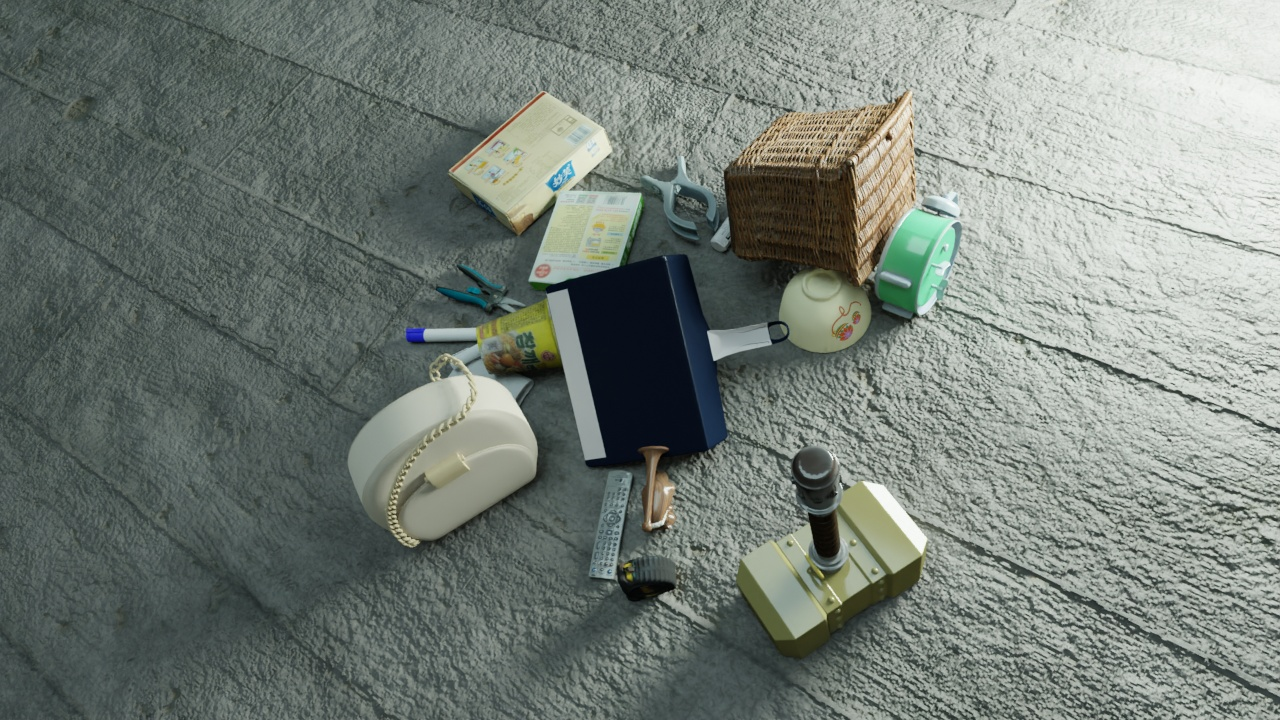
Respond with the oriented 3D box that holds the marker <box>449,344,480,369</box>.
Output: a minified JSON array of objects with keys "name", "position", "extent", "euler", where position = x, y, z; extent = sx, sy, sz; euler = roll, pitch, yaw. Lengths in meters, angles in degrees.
[{"name":"marker","position":[-0.205,-0.027,1.271],"extent":[0.133,0.017,0.020],"euler":[-30,61,-19]}]

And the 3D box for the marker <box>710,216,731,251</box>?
[{"name":"marker","position":[0.141,-0.207,1.295],"extent":[0.025,0.025,0.125],"euler":[26,70,27]}]

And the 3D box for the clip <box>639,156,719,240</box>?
[{"name":"clip","position":[0.075,-0.240,1.323],"extent":[0.108,0.028,0.163],"euler":[-29,50,-6]}]

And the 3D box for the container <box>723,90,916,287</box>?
[{"name":"container","position":[0.228,-0.223,1.165],"extent":[0.183,0.162,0.249],"euler":[8,36,29]}]

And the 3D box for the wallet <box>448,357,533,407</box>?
[{"name":"wallet","position":[-0.213,0.038,1.243],"extent":[0.116,0.032,0.086],"euler":[16,63,23]}]

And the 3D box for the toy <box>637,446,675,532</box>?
[{"name":"toy","position":[0.019,0.158,1.091],"extent":[0.042,0.055,0.101],"euler":[-7,65,28]}]

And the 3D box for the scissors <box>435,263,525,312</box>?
[{"name":"scissors","position":[-0.235,-0.099,1.338],"extent":[0.149,0.019,0.122],"euler":[-9,54,4]}]

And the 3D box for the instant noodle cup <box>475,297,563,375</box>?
[{"name":"instant noodle cup","position":[-0.156,-0.027,1.220],"extent":[0.108,0.102,0.102],"euler":[-14,57,3]}]

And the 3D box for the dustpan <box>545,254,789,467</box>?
[{"name":"dustpan","position":[0.042,-0.008,1.122],"extent":[0.274,0.080,0.236],"euler":[-11,93,28]}]

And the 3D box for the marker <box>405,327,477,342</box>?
[{"name":"marker","position":[-0.267,-0.037,1.308],"extent":[0.142,0.020,0.020],"euler":[-1,60,15]}]

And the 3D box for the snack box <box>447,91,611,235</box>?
[{"name":"snack box","position":[-0.171,-0.309,1.423],"extent":[0.207,0.055,0.153],"euler":[-44,59,-12]}]

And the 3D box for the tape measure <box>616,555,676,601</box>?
[{"name":"tape measure","position":[0.008,0.243,1.039],"extent":[0.063,0.067,0.038],"euler":[-11,58,8]}]

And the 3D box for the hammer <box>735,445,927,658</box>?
[{"name":"hammer","position":[0.179,0.164,0.884],"extent":[0.190,0.325,0.100],"euler":[-32,57,-5]}]

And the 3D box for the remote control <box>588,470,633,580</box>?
[{"name":"remote control","position":[-0.035,0.197,1.109],"extent":[0.033,0.013,0.136],"euler":[3,61,16]}]

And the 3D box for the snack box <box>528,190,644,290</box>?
[{"name":"snack box","position":[-0.077,-0.174,1.334],"extent":[0.132,0.027,0.167],"euler":[6,62,19]}]

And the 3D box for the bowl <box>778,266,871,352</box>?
[{"name":"bowl","position":[0.232,-0.079,1.165],"extent":[0.118,0.074,0.117],"euler":[-7,59,11]}]

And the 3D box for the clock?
[{"name":"clock","position":[0.357,-0.137,1.135],"extent":[0.075,0.122,0.161],"euler":[26,73,28]}]

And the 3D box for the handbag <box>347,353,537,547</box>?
[{"name":"handbag","position":[-0.235,0.112,1.098],"extent":[0.210,0.209,0.103],"euler":[-32,54,-5]}]
